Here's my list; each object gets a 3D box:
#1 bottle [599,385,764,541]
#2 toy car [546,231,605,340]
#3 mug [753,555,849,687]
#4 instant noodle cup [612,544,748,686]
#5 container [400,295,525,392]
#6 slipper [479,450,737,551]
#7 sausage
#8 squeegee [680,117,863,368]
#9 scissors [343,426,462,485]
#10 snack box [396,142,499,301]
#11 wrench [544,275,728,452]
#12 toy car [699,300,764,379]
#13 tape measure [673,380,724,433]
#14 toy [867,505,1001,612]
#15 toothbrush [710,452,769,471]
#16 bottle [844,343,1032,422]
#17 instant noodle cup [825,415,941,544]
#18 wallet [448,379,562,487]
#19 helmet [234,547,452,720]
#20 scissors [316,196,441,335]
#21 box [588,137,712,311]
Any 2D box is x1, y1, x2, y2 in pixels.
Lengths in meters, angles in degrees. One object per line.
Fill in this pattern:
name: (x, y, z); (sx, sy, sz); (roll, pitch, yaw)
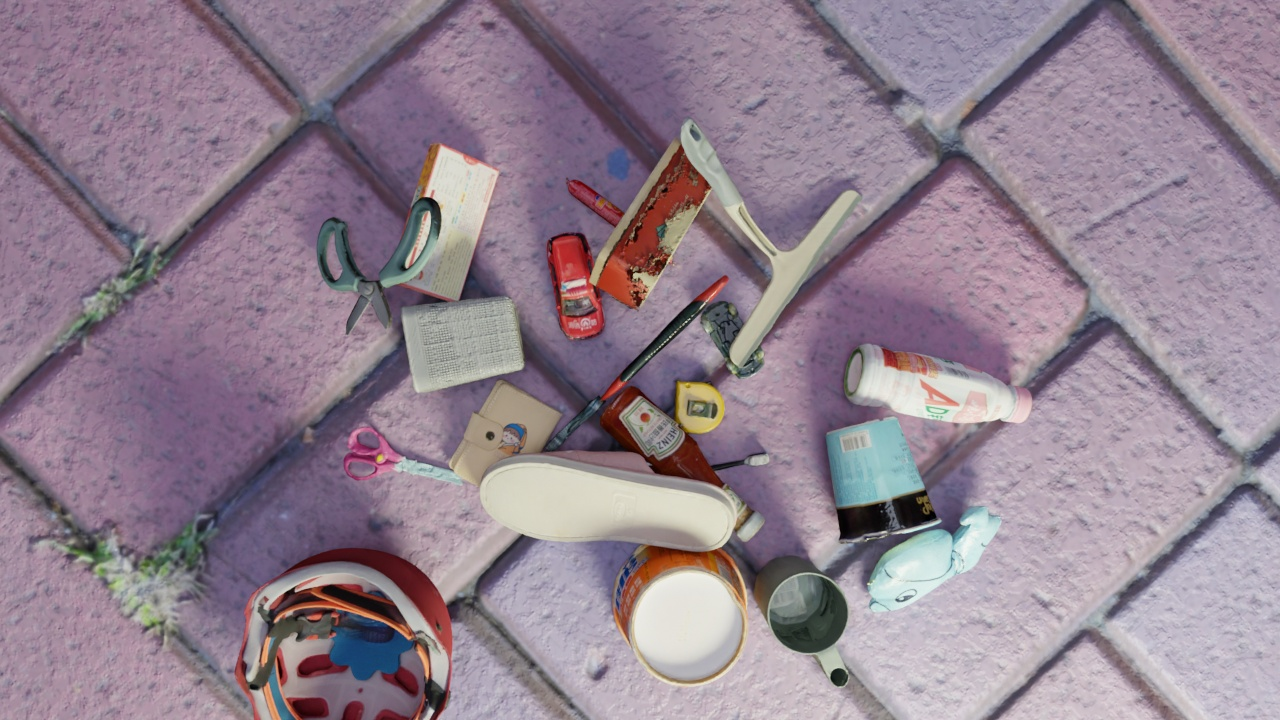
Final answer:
bottle: (0.046, 0.113, 0.984); (0.206, 0.060, 0.060); (42, 88, 7)
toy car: (-0.072, -0.082, 1.004); (0.053, 0.045, 0.120); (-13, 91, -1)
mug: (0.175, 0.274, 0.975); (0.083, 0.103, 0.124); (-25, 91, -2)
instant noodle cup: (0.045, 0.266, 0.967); (0.151, 0.111, 0.151); (0, 89, -2)
container: (-0.185, -0.020, 0.977); (0.114, 0.090, 0.090); (-10, 90, -5)
slipper: (-0.035, 0.144, 0.968); (0.274, 0.054, 0.114); (5, 120, 9)
sausage: (-0.021, -0.154, 1.019); (0.156, 0.020, 0.020); (38, 88, -1)
squeegee: (0.102, -0.160, 0.951); (0.246, 0.039, 0.246); (-54, 129, -11)
scissors: (-0.260, 0.119, 1.010); (0.135, 0.017, 0.063); (19, 89, -5)
snack box: (-0.211, -0.146, 0.989); (0.077, 0.027, 0.155); (18, 88, -39)
wrench: (-0.006, 0.006, 0.965); (0.016, 0.056, 0.274); (45, 108, -2)
toy car: (0.101, -0.023, 1.012); (0.043, 0.034, 0.090); (-33, 90, 1)
tape measure: (0.064, 0.052, 1.012); (0.057, 0.029, 0.060); (3, 89, -2)
toy: (0.310, 0.216, 0.990); (0.156, 0.049, 0.162); (4, 126, -29)
toothbrush: (0.055, 0.126, 1.018); (0.181, 0.018, 0.015); (-11, 92, -1)
bottle: (0.327, 0.032, 1.005); (0.197, 0.068, 0.068); (11, 88, -6)
instant noodle cup: (0.252, 0.126, 0.986); (0.111, 0.111, 0.120); (-13, 80, -2)
wallet: (-0.151, 0.087, 1.009); (0.087, 0.024, 0.115); (29, 90, 0)
helmet: (-0.290, 0.300, 0.944); (0.207, 0.143, 0.240); (9, 103, -1)
scissors: (-0.277, -0.118, 0.964); (0.170, 0.019, 0.173); (-46, 59, 13)
box: (0.024, -0.139, 0.966); (0.079, 0.091, 0.168); (31, 71, -1)
